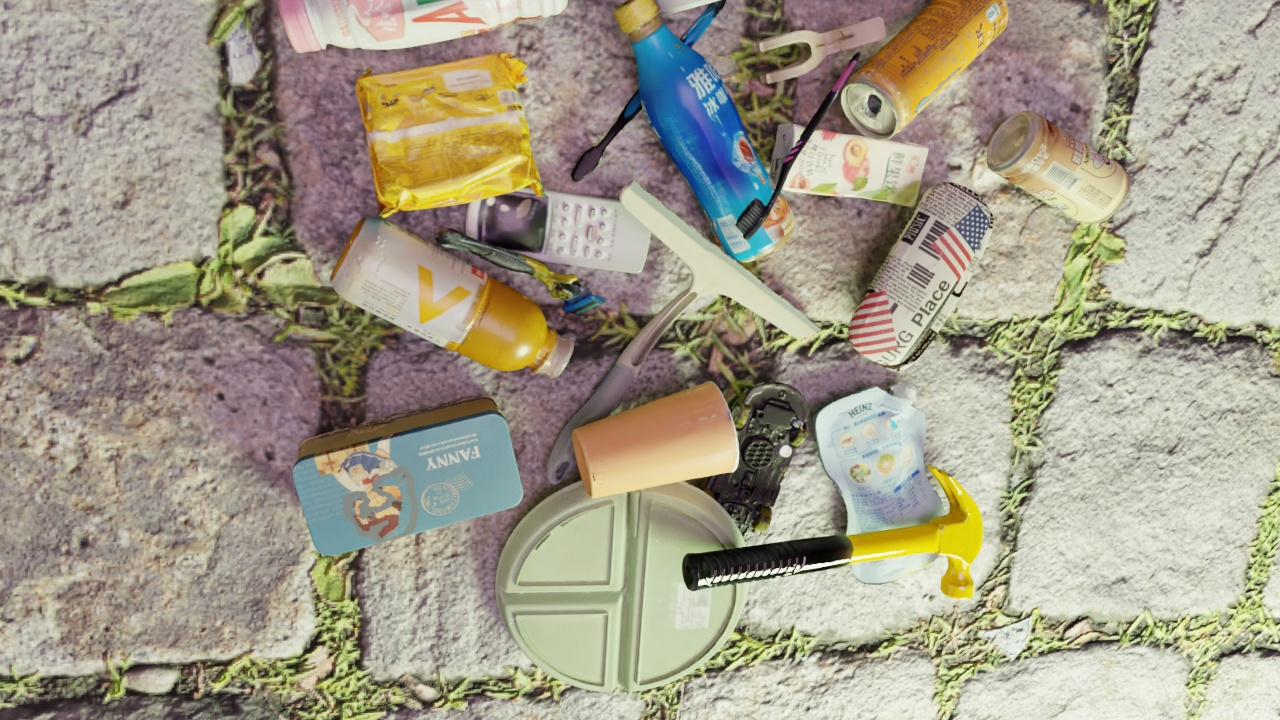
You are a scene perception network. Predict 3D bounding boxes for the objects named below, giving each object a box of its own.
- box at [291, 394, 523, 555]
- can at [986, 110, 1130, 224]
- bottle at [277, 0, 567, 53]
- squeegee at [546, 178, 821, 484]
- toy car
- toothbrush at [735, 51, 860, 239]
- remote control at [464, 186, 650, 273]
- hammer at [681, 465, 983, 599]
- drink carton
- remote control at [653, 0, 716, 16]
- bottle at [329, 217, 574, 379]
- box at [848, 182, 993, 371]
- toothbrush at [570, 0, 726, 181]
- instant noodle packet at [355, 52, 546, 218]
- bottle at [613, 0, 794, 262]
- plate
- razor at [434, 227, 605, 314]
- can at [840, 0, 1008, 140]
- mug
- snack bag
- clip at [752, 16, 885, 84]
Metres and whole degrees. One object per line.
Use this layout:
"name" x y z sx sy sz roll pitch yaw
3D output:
"box" -0.180 0.089 0.743 0.184 0.062 0.090 -15 109 -7
"can" 0.365 -0.168 0.803 0.116 0.058 0.058 23 98 -18
"bottle" -0.154 -0.262 0.652 0.197 0.068 0.068 -15 108 -5
"squeegee" -0.005 0.005 0.774 0.246 0.039 0.247 31 103 -37
"toy car" 0.098 0.090 0.818 0.070 0.042 0.158 19 106 -14
"toothbrush" 0.125 -0.172 0.716 0.018 0.014 0.189 37 76 -20
"remote control" -0.065 -0.107 0.738 0.150 0.021 0.058 5 104 -15
"hammer" 0.179 0.167 0.813 0.300 0.033 0.129 -4 101 -21
"drink carton" 0.172 -0.162 0.765 0.122 0.045 0.053 5 105 -14
"remote control" 0.068 -0.311 0.711 0.135 0.019 0.056 -18 101 -8
"bottle" -0.141 -0.042 0.712 0.189 0.068 0.068 28 97 -19
"box" 0.236 -0.073 0.788 0.086 0.075 0.162 27 99 -26
"toothbrush" 0.006 -0.217 0.731 0.014 0.016 0.189 39 91 -15
"instant noodle packet" -0.139 -0.167 0.684 0.128 0.044 0.111 -11 92 -12
"bottle" 0.047 -0.180 0.714 0.065 0.065 0.219 -35 113 -3
"plate" -0.014 0.204 0.812 0.230 0.027 0.230 -2 113 -5
"razor" -0.096 -0.074 0.721 0.142 0.043 0.022 23 65 -29
"can" 0.228 -0.243 0.733 0.145 0.058 0.058 -44 111 -14
"mug" 0.010 0.069 0.754 0.122 0.078 0.078 -14 108 -11
"snack bag" 0.228 0.113 0.859 0.110 0.039 0.191 -20 108 -4
"clip" 0.142 -0.252 0.736 0.100 0.072 0.035 -17 108 -6
